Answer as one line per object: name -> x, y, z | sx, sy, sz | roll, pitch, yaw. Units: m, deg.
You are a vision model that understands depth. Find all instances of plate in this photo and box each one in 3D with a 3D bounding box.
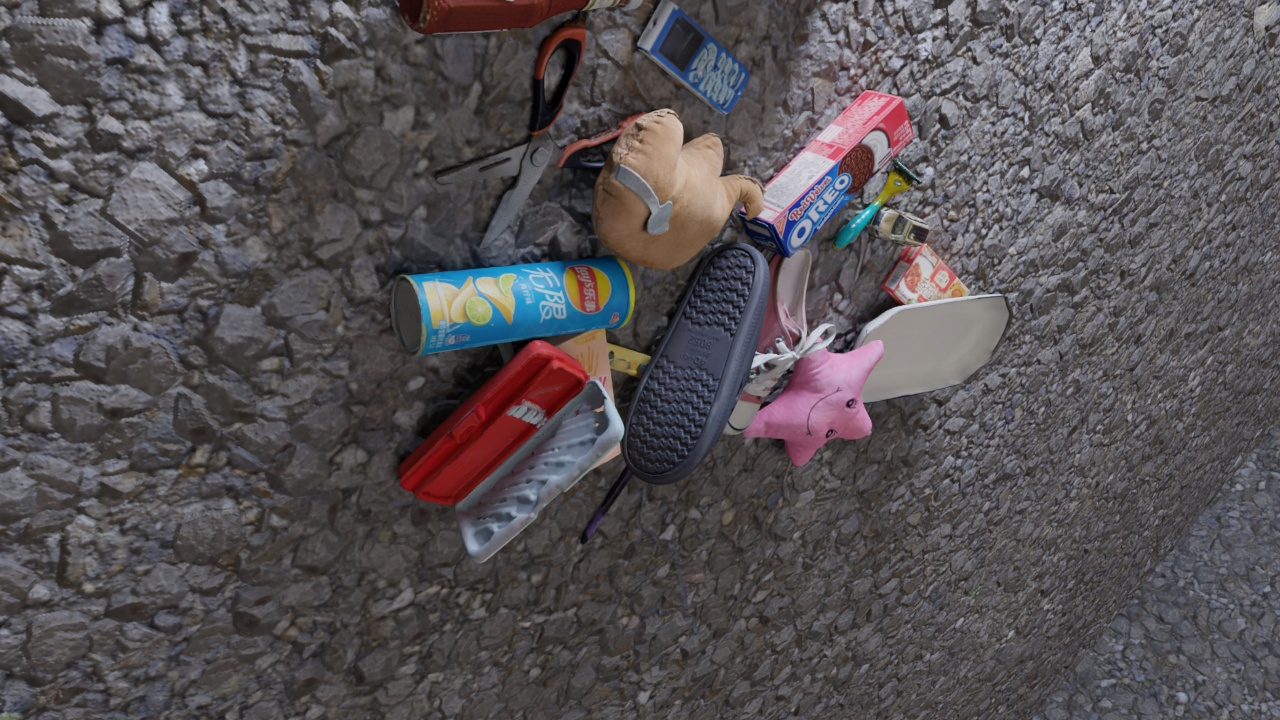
plate -> 0.381, -0.024, 1.224 | 0.265, 0.034, 0.162 | -9, 133, -24

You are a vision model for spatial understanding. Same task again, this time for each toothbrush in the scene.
toothbrush -> -0.112, 0.034, 0.904 | 0.029, 0.020, 0.190 | -67, 150, -45
toothbrush -> -0.015, 0.132, 1.046 | 0.189, 0.014, 0.016 | -57, 147, 4

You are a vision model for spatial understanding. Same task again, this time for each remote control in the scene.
remote control -> 0.050, -0.275, 0.843 | 0.124, 0.024, 0.049 | 24, 99, -46

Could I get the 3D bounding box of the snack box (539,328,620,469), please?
snack box -> -0.067, 0.044, 0.918 | 0.084, 0.026, 0.157 | -27, 126, -32

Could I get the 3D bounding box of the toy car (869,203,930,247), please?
toy car -> 0.315, -0.162, 1.118 | 0.090, 0.035, 0.042 | 8, 108, -38

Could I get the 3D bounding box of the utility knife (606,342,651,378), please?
utility knife -> -0.006, 0.006, 0.979 | 0.178, 0.019, 0.031 | 19, 97, -39

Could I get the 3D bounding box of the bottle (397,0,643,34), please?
bottle -> -0.084, -0.286, 0.707 | 0.205, 0.060, 0.060 | -18, 125, -35

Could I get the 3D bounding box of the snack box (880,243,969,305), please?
snack box -> 0.379, -0.095, 1.216 | 0.152, 0.025, 0.075 | 30, 96, -45

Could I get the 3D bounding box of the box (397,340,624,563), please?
box -> -0.121, 0.085, 0.834 | 0.201, 0.100, 0.094 | -43, 139, 15

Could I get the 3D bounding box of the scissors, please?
scissors -> -0.075, -0.191, 0.802 | 0.188, 0.015, 0.225 | 14, 107, -43

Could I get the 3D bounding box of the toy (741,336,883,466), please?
toy -> 0.234, 0.050, 1.142 | 0.178, 0.074, 0.195 | 27, 108, -31

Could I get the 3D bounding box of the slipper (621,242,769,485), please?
slipper -> 0.075, 0.011, 0.966 | 0.083, 0.111, 0.268 | 24, 88, -49

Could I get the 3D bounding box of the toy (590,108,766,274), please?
toy -> 0.038, -0.149, 0.869 | 0.225, 0.082, 0.144 | 5, 123, -57

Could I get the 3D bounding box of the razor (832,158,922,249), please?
razor -> 0.271, -0.177, 1.077 | 0.132, 0.043, 0.028 | -46, 176, -4

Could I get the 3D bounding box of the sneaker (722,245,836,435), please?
sneaker -> 0.143, -0.016, 1.029 | 0.118, 0.088, 0.241 | 4, 112, -41

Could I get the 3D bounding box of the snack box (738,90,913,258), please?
snack box -> 0.200, -0.201, 0.986 | 0.207, 0.058, 0.057 | -44, 132, -9

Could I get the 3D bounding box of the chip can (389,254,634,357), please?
chip can -> -0.110, -0.052, 0.817 | 0.209, 0.071, 0.071 | -9, 121, -34
